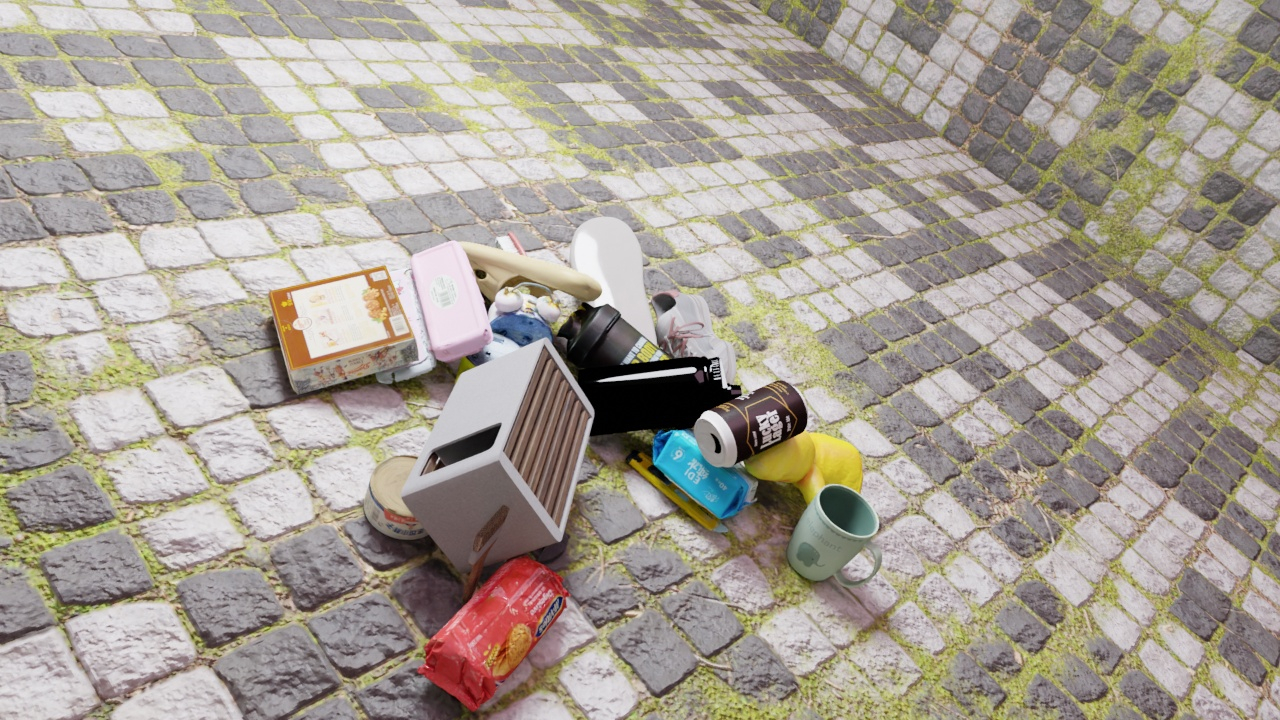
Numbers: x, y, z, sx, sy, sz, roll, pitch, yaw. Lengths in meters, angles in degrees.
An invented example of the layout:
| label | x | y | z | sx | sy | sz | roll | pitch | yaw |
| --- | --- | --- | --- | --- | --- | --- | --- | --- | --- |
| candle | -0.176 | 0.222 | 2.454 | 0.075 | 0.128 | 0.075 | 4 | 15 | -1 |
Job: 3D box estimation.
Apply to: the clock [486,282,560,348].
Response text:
| label | x | y | z | sx | sy | sz | roll | pitch | yaw |
| --- | --- | --- | --- | --- | --- | --- | --- | --- | --- |
| clock | -0.155 | -0.053 | 1.202 | 0.088 | 0.126 | 0.051 | 14 | 44 | -20 |

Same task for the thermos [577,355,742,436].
| label | x | y | z | sx | sy | sz | roll | pitch | yaw |
| --- | --- | --- | --- | --- | --- | --- | --- | --- | --- |
| thermos | 0.026 | 0.042 | 1.155 | 0.198 | 0.086 | 0.086 | -7 | 39 | 4 |

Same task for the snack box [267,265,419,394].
| label | x | y | z | sx | sy | sz | roll | pitch | yaw |
| --- | --- | --- | --- | --- | --- | --- | --- | --- | --- |
| snack box | -0.354 | -0.041 | 1.092 | 0.146 | 0.041 | 0.143 | -17 | 50 | -19 |

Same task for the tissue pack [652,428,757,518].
| label | x | y | z | sx | sy | sz | roll | pitch | yaw |
| --- | --- | --- | --- | --- | --- | --- | --- | --- | --- |
| tissue pack | 0.079 | 0.138 | 1.147 | 0.144 | 0.062 | 0.092 | 40 | 12 | 15 |

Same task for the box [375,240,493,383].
| label | x | y | z | sx | sy | sz | roll | pitch | yaw |
| --- | --- | --- | --- | --- | --- | --- | --- | --- | --- |
| box | -0.276 | -0.064 | 1.164 | 0.152 | 0.037 | 0.201 | -20 | 48 | -7 |

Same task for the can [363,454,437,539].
| label | x | y | z | sx | sy | sz | roll | pitch | yaw |
| --- | --- | --- | --- | --- | --- | --- | --- | --- | --- |
| can | -0.244 | 0.143 | 0.966 | 0.086 | 0.043 | 0.086 | 17 | 37 | -13 |

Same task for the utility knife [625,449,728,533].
| label | x | y | z | sx | sy | sz | roll | pitch | yaw |
| --- | --- | --- | --- | --- | --- | --- | --- | --- | --- |
| utility knife | 0.046 | 0.165 | 1.152 | 0.159 | 0.017 | 0.030 | 41 | 46 | 13 |

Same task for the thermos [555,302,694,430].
| label | x | y | z | sx | sy | sz | roll | pitch | yaw |
| --- | --- | --- | --- | --- | --- | --- | --- | --- | --- |
| thermos | -0.007 | 0.007 | 1.241 | 0.221 | 0.098 | 0.097 | 36 | 35 | -1 |

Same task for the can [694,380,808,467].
| label | x | y | z | sx | sy | sz | roll | pitch | yaw |
| --- | --- | --- | --- | --- | --- | --- | --- | --- | --- |
| can | 0.134 | 0.075 | 1.098 | 0.128 | 0.072 | 0.072 | -21 | 55 | -27 |

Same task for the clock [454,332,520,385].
| label | x | y | z | sx | sy | sz | roll | pitch | yaw |
| --- | --- | --- | --- | --- | --- | --- | --- | --- | --- |
| clock | -0.189 | 0.017 | 1.150 | 0.083 | 0.057 | 0.118 | 16 | 36 | -16 |

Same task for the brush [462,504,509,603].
| label | x | y | z | sx | sy | sz | roll | pitch | yaw |
| --- | --- | --- | --- | --- | --- | --- | --- | --- | --- |
| brush | -0.153 | 0.192 | 0.875 | 0.008 | 0.143 | 0.045 | 32 | 44 | 9 |

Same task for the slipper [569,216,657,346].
| label | x | y | z | sx | sy | sz | roll | pitch | yaw |
| --- | --- | --- | --- | --- | --- | --- | --- | --- | --- |
| slipper | -0.041 | -0.091 | 1.379 | 0.113 | 0.081 | 0.265 | -9 | 61 | -13 |

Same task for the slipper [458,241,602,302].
| label | x | y | z | sx | sy | sz | roll | pitch | yaw |
| --- | --- | --- | --- | --- | --- | --- | --- | --- | --- |
| slipper | -0.169 | -0.104 | 1.262 | 0.262 | 0.079 | 0.111 | 16 | -6 | 35 |

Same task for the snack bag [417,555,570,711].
| label | x | y | z | sx | sy | sz | roll | pitch | yaw |
| --- | --- | --- | --- | --- | --- | --- | --- | --- | --- |
| snack bag | -0.134 | 0.249 | 0.873 | 0.082 | 0.082 | 0.175 | 34 | 35 | 10 |

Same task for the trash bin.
| label | x | y | z | sx | sy | sz | roll | pitch | yaw |
| --- | --- | --- | --- | --- | --- | --- | --- | --- | --- |
| trash bin | -0.142 | 0.095 | 0.978 | 0.114 | 0.115 | 0.228 | 59 | 21 | -25 |

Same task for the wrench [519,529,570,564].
| label | x | y | z | sx | sy | sz | roll | pitch | yaw |
| --- | --- | --- | --- | --- | --- | --- | --- | --- | --- |
| wrench | -0.109 | 0.126 | 1.086 | 0.073 | 0.018 | 0.272 | 17 | 40 | -12 |

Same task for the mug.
| label | x | y | z | sx | sy | sz | roll | pitch | yaw |
| --- | --- | --- | --- | --- | --- | --- | --- | --- | --- |
| mug | 0.240 | 0.226 | 1.120 | 0.111 | 0.104 | 0.083 | 42 | 38 | 22 |

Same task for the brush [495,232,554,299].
| label | x | y | z | sx | sy | sz | roll | pitch | yaw |
| --- | --- | --- | --- | --- | --- | --- | --- | --- | --- |
| brush | -0.172 | -0.126 | 1.364 | 0.030 | 0.041 | 0.172 | -19 | 55 | -24 |

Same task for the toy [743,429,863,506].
| label | x | y | z | sx | sy | sz | roll | pitch | yaw |
| --- | --- | --- | --- | --- | --- | --- | --- | --- | --- |
| toy | 0.207 | 0.127 | 1.196 | 0.193 | 0.088 | 0.134 | 25 | 22 | -25 |

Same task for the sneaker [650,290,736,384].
| label | x | y | z | sx | sy | sz | roll | pitch | yaw |
| --- | --- | --- | --- | --- | --- | --- | --- | --- | --- |
| sneaker | 0.064 | -0.025 | 1.335 | 0.089 | 0.099 | 0.236 | 11 | 31 | -23 |
